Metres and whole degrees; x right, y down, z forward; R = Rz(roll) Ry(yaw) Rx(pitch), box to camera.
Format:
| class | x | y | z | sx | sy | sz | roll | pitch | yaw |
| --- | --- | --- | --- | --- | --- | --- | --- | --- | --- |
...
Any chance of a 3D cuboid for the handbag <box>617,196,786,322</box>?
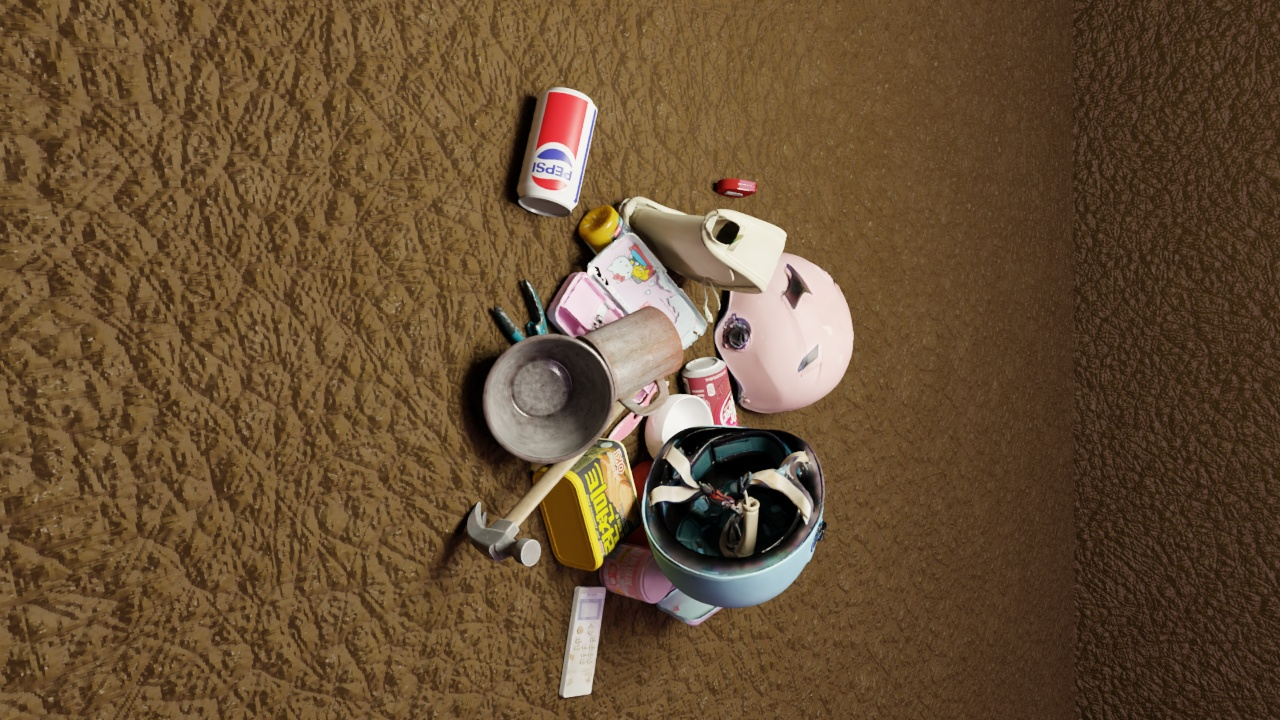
| class | x | y | z | sx | sy | sz | roll | pitch | yaw |
| --- | --- | --- | --- | --- | --- | --- | --- | --- | --- |
| handbag | 0.076 | -0.129 | 1.153 | 0.184 | 0.229 | 0.132 | 20 | 89 | -37 |

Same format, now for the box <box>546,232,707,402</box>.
| class | x | y | z | sx | sy | sz | roll | pitch | yaw |
| --- | --- | --- | --- | --- | --- | --- | --- | --- | --- |
| box | -0.017 | -0.052 | 1.158 | 0.155 | 0.059 | 0.201 | -50 | 131 | -9 |

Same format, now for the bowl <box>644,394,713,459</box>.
| class | x | y | z | sx | sy | sz | roll | pitch | yaw |
| --- | --- | --- | --- | --- | --- | --- | --- | --- | --- |
| bowl | 0.047 | 0.097 | 1.249 | 0.104 | 0.054 | 0.105 | -3 | 95 | -45 |

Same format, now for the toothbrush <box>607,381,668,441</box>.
| class | x | y | z | sx | sy | sz | roll | pitch | yaw |
| --- | --- | --- | --- | --- | --- | --- | --- | --- | --- |
| toothbrush | -0.003 | 0.067 | 1.220 | 0.134 | 0.016 | 0.021 | -48 | 126 | -37 |

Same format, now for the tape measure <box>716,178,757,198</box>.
| class | x | y | z | sx | sy | sz | roll | pitch | yaw |
| --- | --- | --- | --- | --- | --- | --- | --- | --- | --- |
| tape measure | 0.135 | -0.249 | 1.337 | 0.051 | 0.059 | 0.019 | 5 | 88 | -20 |

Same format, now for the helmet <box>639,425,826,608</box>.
| class | x | y | z | sx | sy | sz | roll | pitch | yaw |
| --- | --- | --- | --- | --- | --- | --- | --- | --- | --- |
| helmet | 0.117 | 0.205 | 1.135 | 0.264 | 0.226 | 0.167 | -62 | 151 | -54 |

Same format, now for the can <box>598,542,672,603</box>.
| class | x | y | z | sx | sy | sz | roll | pitch | yaw |
| --- | --- | --- | --- | --- | --- | --- | --- | --- | --- |
| can | -0.005 | 0.273 | 1.186 | 0.067 | 0.076 | 0.067 | -4 | 96 | -49 |

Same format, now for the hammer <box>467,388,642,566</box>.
| class | x | y | z | sx | sy | sz | roll | pitch | yaw |
| --- | --- | --- | --- | --- | --- | --- | --- | --- | --- |
| hammer | -0.076 | 0.102 | 1.055 | 0.330 | 0.120 | 0.031 | -49 | 127 | -35 |

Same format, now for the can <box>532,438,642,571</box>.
| class | x | y | z | sx | sy | sz | roll | pitch | yaw |
| --- | --- | --- | --- | --- | --- | --- | --- | --- | --- |
| can | -0.061 | 0.171 | 1.118 | 0.100 | 0.073 | 0.131 | -34 | 117 | -46 |

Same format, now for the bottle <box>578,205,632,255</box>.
| class | x | y | z | sx | sy | sz | roll | pitch | yaw |
| --- | --- | --- | --- | --- | --- | --- | --- | --- | --- |
| bottle | -0.008 | -0.116 | 1.171 | 0.186 | 0.053 | 0.053 | 49 | 57 | -39 |

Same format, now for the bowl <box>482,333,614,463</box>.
| class | x | y | z | sx | sy | sz | roll | pitch | yaw |
| --- | --- | --- | --- | --- | --- | --- | --- | --- | --- |
| bowl | -0.107 | 0.037 | 1.031 | 0.145 | 0.067 | 0.145 | -3 | 101 | -13 |

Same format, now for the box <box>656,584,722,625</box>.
| class | x | y | z | sx | sy | sz | roll | pitch | yaw |
| --- | --- | --- | --- | --- | --- | --- | --- | --- | --- |
| box | 0.109 | 0.289 | 1.300 | 0.213 | 0.092 | 0.090 | -18 | 126 | -48 |

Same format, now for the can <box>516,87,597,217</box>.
| class | x | y | z | sx | sy | sz | roll | pitch | yaw |
| --- | --- | --- | --- | --- | --- | --- | --- | --- | --- |
| can | -0.095 | -0.237 | 1.047 | 0.070 | 0.070 | 0.132 | 21 | 76 | -48 |

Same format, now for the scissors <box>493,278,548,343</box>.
| class | x | y | z | sx | sy | sz | roll | pitch | yaw |
| --- | --- | --- | --- | --- | --- | --- | --- | --- | --- |
| scissors | -0.124 | -0.027 | 1.069 | 0.120 | 0.019 | 0.150 | -2 | 96 | -50 |

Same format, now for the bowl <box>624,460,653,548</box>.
| class | x | y | z | sx | sy | sz | roll | pitch | yaw |
| --- | --- | --- | --- | --- | --- | --- | --- | --- | --- |
| bowl | 0.021 | 0.198 | 1.242 | 0.121 | 0.035 | 0.122 | -5 | 96 | -49 |

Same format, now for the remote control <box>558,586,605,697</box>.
| class | x | y | z | sx | sy | sz | roll | pitch | yaw |
| --- | --- | --- | --- | --- | --- | --- | --- | --- | --- |
| remote control | -0.073 | 0.355 | 1.162 | 0.050 | 0.011 | 0.135 | 15 | 81 | -49 |

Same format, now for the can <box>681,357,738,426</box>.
| class | x | y | z | sx | sy | sz | roll | pitch | yaw |
| --- | --- | --- | --- | --- | --- | --- | --- | --- | --- |
| can | 0.099 | 0.057 | 1.302 | 0.063 | 0.063 | 0.114 | -32 | 117 | -44 |

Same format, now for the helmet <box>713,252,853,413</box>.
| class | x | y | z | sx | sy | sz | roll | pitch | yaw |
| --- | --- | --- | --- | --- | --- | --- | --- | --- | --- |
| helmet | 0.231 | -0.048 | 1.392 | 0.229 | 0.153 | 0.255 | -14 | 97 | -45 |

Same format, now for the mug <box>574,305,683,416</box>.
| class | x | y | z | sx | sy | sz | roll | pitch | yaw |
| --- | --- | --- | --- | --- | --- | --- | --- | --- | --- |
| mug | -0.006 | 0.006 | 1.077 | 0.110 | 0.096 | 0.123 | -28 | 76 | -23 |
